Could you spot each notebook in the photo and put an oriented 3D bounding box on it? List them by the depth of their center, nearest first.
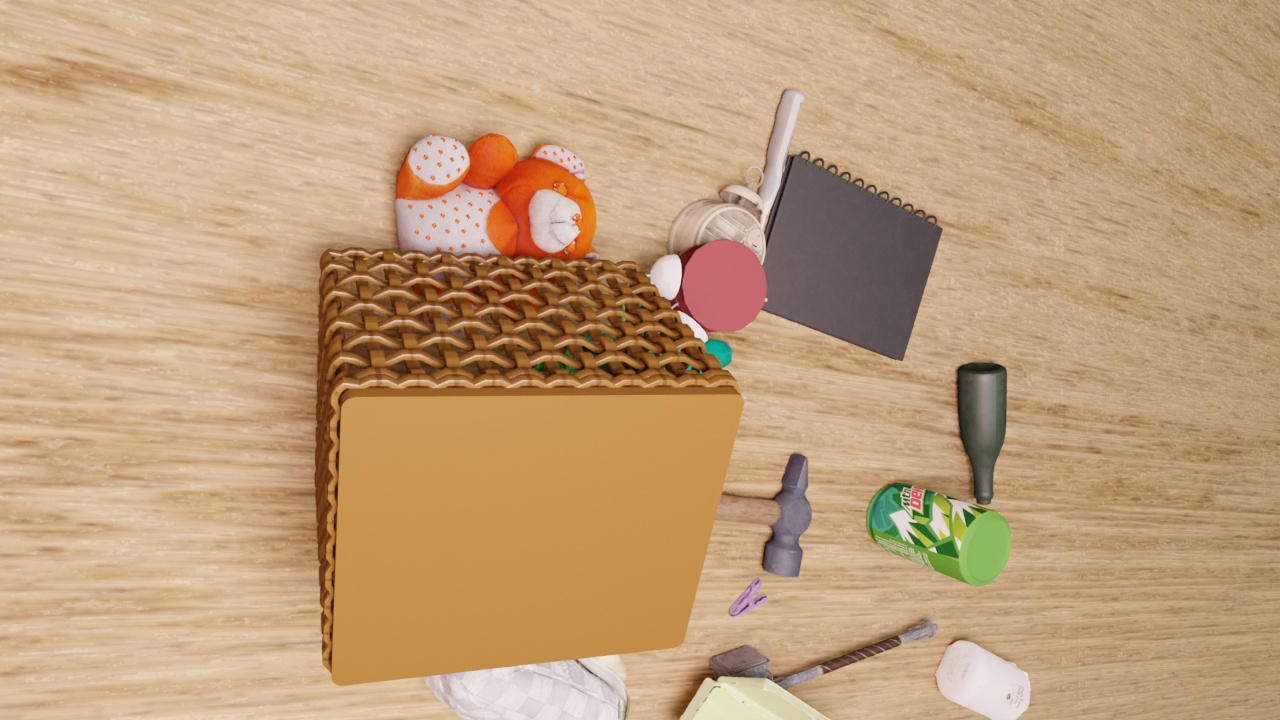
[{"bbox_3d":[0.227,-0.109,0.996,0.231,0.019,0.169,17,90,-31],"label":"notebook"}]

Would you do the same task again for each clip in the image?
[{"bbox_3d":[0.117,0.255,0.991,0.050,0.014,0.045,-1,98,-32],"label":"clip"}]

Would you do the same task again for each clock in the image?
[{"bbox_3d":[0.059,-0.063,0.832,0.124,0.044,0.087,-23,99,-18],"label":"clock"},{"bbox_3d":[0.087,-0.125,0.891,0.093,0.055,0.140,30,85,-29],"label":"clock"}]

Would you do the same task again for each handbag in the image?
[{"bbox_3d":[-0.096,0.272,0.815,0.171,0.113,0.123,32,72,-29],"label":"handbag"}]

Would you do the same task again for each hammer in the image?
[{"bbox_3d":[0.042,0.142,0.918,0.321,0.040,0.129,11,88,-30],"label":"hammer"},{"bbox_3d":[0.223,0.346,1.046,0.321,0.044,0.098,-8,102,-29],"label":"hammer"}]

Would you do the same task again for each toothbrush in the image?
[{"bbox_3d":[0.133,-0.182,0.928,0.024,0.022,0.185,14,89,-12],"label":"toothbrush"}]

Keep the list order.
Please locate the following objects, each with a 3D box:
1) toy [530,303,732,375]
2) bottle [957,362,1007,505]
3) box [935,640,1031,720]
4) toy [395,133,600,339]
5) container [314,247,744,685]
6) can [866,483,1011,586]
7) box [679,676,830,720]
[{"bbox_3d":[-0.005,0.005,0.852,0.193,0.072,0.130,-21,89,-22],"label":"toy"},{"bbox_3d":[0.416,0.092,1.114,0.055,0.055,0.174,-13,105,-28],"label":"bottle"},{"bbox_3d":[0.449,0.414,1.171,0.159,0.092,0.081,30,78,-22],"label":"box"},{"bbox_3d":[-0.110,-0.108,0.758,0.172,0.093,0.164,-15,105,-29],"label":"toy"},{"bbox_3d":[-0.098,0.064,0.663,0.251,0.214,0.220,0,117,-21],"label":"container"},{"bbox_3d":[0.330,0.191,1.026,0.083,0.144,0.083,-5,100,-30],"label":"can"},{"bbox_3d":[0.136,0.380,0.940,0.134,0.061,0.188,-38,120,23],"label":"box"}]
